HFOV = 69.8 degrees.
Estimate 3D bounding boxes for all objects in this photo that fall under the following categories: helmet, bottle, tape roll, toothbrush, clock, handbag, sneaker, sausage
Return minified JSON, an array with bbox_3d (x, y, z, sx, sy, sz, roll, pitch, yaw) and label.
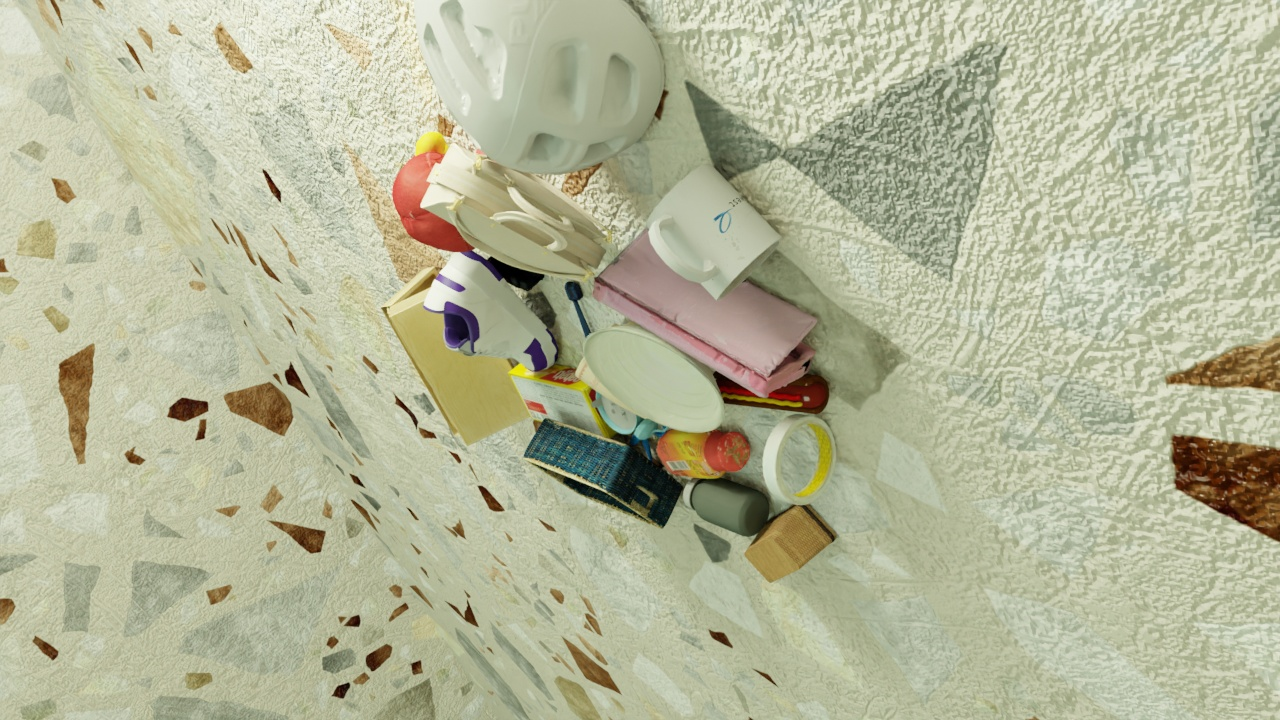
[{"bbox_3d":[-0.113,-0.315,0.870,0.225,0.183,0.282,-30,78,57],"label":"helmet"},{"bbox_3d":[0.107,0.182,1.166,0.109,0.060,0.060,14,135,47],"label":"bottle"},{"bbox_3d":[0.167,0.103,0.959,0.019,0.093,0.094,7,129,51],"label":"tape roll"},{"bbox_3d":[-0.061,-0.022,1.213,0.017,0.016,0.190,11,133,40],"label":"toothbrush"},{"bbox_3d":[-0.010,0.062,1.197,0.123,0.041,0.087,14,124,42],"label":"clock"},{"bbox_3d":[-0.119,-0.148,0.955,0.194,0.101,0.198,27,-179,-25],"label":"handbag"},{"bbox_3d":[-0.204,-0.038,1.248,0.092,0.111,0.244,28,162,42],"label":"sneaker"},{"bbox_3d":[0.135,0.031,0.977,0.156,0.040,0.040,4,127,53],"label":"sausage"},{"bbox_3d":[0.079,0.113,1.139,0.134,0.048,0.071,-8,118,57],"label":"bottle"}]

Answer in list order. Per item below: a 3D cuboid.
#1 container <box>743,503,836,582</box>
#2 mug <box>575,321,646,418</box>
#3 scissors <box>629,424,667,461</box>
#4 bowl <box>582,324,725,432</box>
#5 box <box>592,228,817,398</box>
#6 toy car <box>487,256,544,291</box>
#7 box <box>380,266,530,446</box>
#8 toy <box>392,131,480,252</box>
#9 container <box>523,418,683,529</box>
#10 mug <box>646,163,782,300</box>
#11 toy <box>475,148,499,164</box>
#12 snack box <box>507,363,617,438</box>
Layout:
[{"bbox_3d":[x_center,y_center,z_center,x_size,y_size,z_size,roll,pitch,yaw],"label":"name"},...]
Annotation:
[{"bbox_3d":[0.177,0.224,1.116,0.063,0.061,0.114,47,151,7],"label":"container"},{"bbox_3d":[-0.007,0.007,1.117,0.104,0.085,0.112,38,120,6],"label":"mug"},{"bbox_3d":[-0.005,0.090,1.264,0.109,0.018,0.131,48,150,10],"label":"scissors"},{"bbox_3d":[0.026,0.004,1.022,0.177,0.057,0.177,25,152,14],"label":"bowl"},{"bbox_3d":[0.065,-0.057,0.932,0.233,0.098,0.080,33,126,31],"label":"box"},{"bbox_3d":[-0.165,-0.119,1.220,0.092,0.042,0.036,32,154,30],"label":"toy car"},{"bbox_3d":[-0.289,-0.006,1.432,0.179,0.141,0.249,22,141,56],"label":"box"},{"bbox_3d":[-0.244,-0.197,1.123,0.147,0.099,0.216,57,180,-22],"label":"toy"},{"bbox_3d":[-0.053,0.157,1.295,0.188,0.071,0.145,14,160,44],"label":"container"},{"bbox_3d":[0.058,-0.111,0.840,0.096,0.119,0.083,47,135,6],"label":"mug"},{"bbox_3d":[-0.159,-0.206,1.101,0.092,0.062,0.133,57,172,19],"label":"toy"},{"bbox_3d":[-0.110,0.055,1.342,0.201,0.042,0.092,10,131,50],"label":"snack box"}]
